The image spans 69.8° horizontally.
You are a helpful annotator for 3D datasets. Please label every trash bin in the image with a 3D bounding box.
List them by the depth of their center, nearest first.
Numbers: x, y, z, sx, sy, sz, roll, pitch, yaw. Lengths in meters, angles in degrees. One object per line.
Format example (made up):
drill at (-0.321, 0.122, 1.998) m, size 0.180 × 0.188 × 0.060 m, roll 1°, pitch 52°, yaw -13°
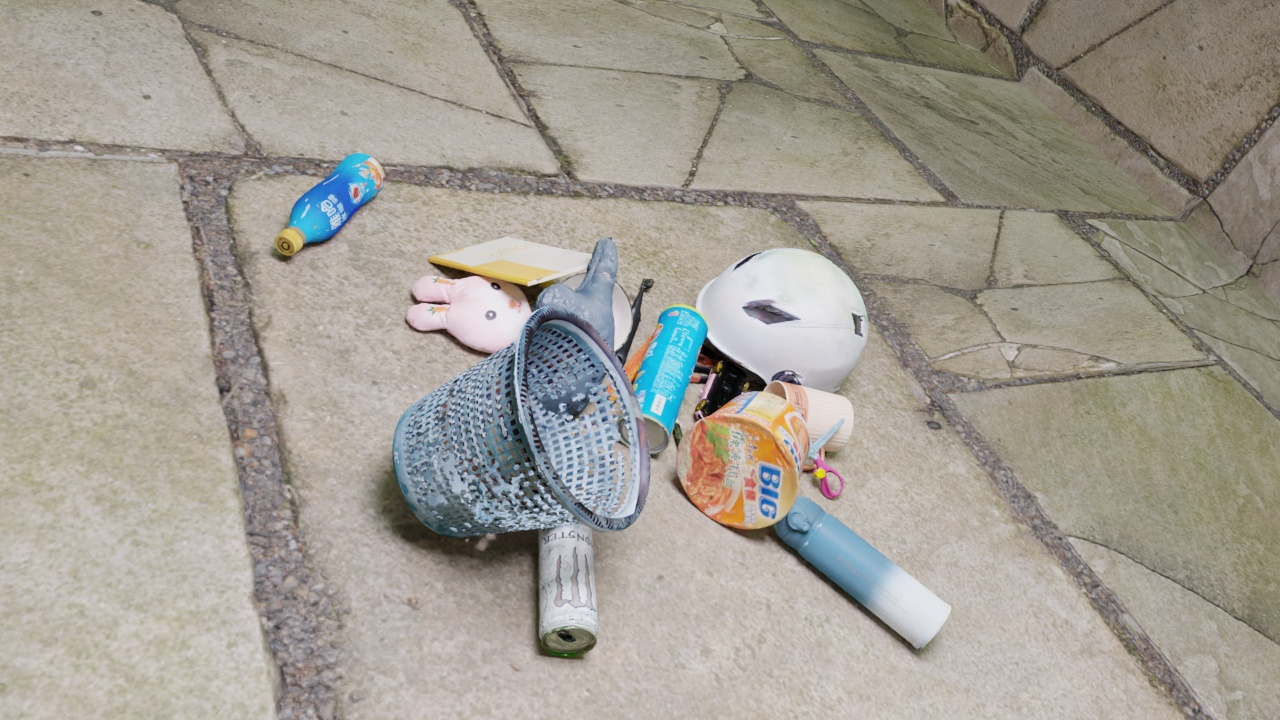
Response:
trash bin at (-0.128, 0.083, 0.921) m, size 0.226 × 0.195 × 0.226 m, roll 44°, pitch 35°, yaw -43°

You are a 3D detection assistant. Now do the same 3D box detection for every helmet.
helmet at (0.223, -0.072, 1.312) m, size 0.258 × 0.146 × 0.228 m, roll 16°, pitch 44°, yaw -28°

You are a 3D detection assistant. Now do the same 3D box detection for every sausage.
sausage at (-0.007, 0.007, 1.233) m, size 0.021 × 0.022 × 0.164 m, roll 32°, pitch 45°, yaw 8°

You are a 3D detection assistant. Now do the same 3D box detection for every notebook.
notebook at (-0.168, -0.137, 1.246) m, size 0.206 × 0.010 × 0.145 m, roll 17°, pitch 28°, yaw 39°

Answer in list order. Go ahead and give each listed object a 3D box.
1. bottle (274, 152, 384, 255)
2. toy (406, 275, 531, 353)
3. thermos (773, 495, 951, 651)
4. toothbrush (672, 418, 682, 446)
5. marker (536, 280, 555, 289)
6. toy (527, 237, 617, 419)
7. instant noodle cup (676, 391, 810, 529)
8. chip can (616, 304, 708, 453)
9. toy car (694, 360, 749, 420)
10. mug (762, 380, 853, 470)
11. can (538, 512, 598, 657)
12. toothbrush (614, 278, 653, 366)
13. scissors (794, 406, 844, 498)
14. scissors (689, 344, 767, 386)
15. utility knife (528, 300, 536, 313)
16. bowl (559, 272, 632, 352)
bottle at (-0.416, -0.206, 1.222) m, size 0.065 × 0.065 × 0.218 m, roll 25°, pitch 39°, yaw -2°
toy at (-0.218, -0.064, 1.184) m, size 0.159 × 0.054 × 0.121 m, roll 8°, pitch 50°, yaw -11°
thermos at (0.257, 0.246, 1.087) m, size 0.220 × 0.070 × 0.070 m, roll 38°, pitch 40°, yaw 13°
toothbrush at (0.044, 0.080, 1.193) m, size 0.012 × 0.017 × 0.185 m, roll -16°, pitch 47°, yaw 1°
marker at (-0.153, -0.117, 1.298) m, size 0.124 × 0.015 × 0.018 m, roll 28°, pitch 32°, yaw 18°
toy at (-0.101, -0.006, 1.118) m, size 0.138 × 0.092 × 0.355 m, roll 46°, pitch 59°, yaw -20°
instant noodle cup at (0.133, 0.112, 1.112) m, size 0.151 × 0.152 × 0.111 m, roll 35°, pitch 32°, yaw 10°
chip can at (0.031, 0.021, 1.188) m, size 0.071 × 0.071 × 0.209 m, roll 24°, pitch 48°, yaw -2°
toy car at (0.108, 0.051, 1.246) m, size 0.056 × 0.037 × 0.122 m, roll 32°, pitch 49°, yaw -6°
mug at (0.222, 0.091, 1.238) m, size 0.105 × 0.082 × 0.114 m, roll 11°, pitch 68°, yaw -20°
can at (-0.075, 0.222, 0.935) m, size 0.058 × 0.058 × 0.146 m, roll 12°, pitch 41°, yaw -17°
toothbrush at (-0.011, -0.061, 1.313) m, size 0.027 × 0.026 × 0.212 m, roll -8°, pitch 33°, yaw 21°
scissors at (0.217, 0.124, 1.193) m, size 0.135 × 0.017 × 0.133 m, roll -23°, pitch 96°, yaw -8°
scissors at (0.122, 0.005, 1.322) m, size 0.206 × 0.015 × 0.193 m, roll -21°, pitch 57°, yaw -43°
utility knife at (-0.132, -0.080, 1.282) m, size 0.031 × 0.018 × 0.162 m, roll 42°, pitch 37°, yaw 15°
bowl at (-0.075, -0.056, 1.224) m, size 0.116 × 0.066 × 0.116 m, roll 1°, pitch 86°, yaw -20°
